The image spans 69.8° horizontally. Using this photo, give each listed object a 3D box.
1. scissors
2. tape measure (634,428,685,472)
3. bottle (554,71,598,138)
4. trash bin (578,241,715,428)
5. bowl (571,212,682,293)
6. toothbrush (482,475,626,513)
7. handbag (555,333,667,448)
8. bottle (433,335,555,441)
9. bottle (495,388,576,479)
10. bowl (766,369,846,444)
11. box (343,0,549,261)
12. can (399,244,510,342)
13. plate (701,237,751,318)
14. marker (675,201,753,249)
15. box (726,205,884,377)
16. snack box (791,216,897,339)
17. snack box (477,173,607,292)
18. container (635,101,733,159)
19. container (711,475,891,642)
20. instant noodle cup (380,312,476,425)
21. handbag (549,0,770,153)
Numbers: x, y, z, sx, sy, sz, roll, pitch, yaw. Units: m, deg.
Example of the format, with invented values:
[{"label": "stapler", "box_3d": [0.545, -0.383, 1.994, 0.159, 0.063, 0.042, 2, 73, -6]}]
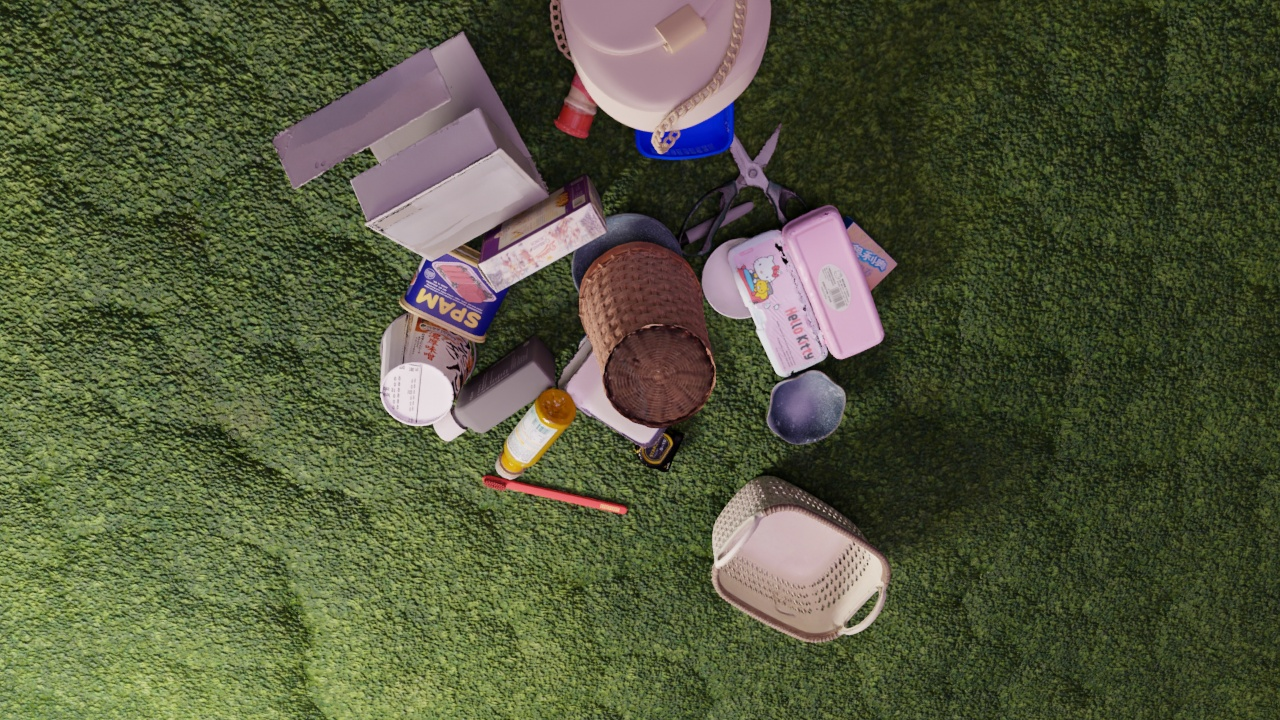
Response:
[{"label": "scissors", "box_3d": [0.124, -0.187, 1.136, 0.203, 0.015, 0.202, -32, 104, 3]}, {"label": "tape measure", "box_3d": [0.022, 0.119, 1.274, 0.061, 0.034, 0.062, 23, 99, -20]}, {"label": "bottle", "box_3d": [-0.061, -0.314, 1.059, 0.044, 0.044, 0.109, 20, 111, -14]}, {"label": "trash bin", "box_3d": [0.008, -0.033, 1.040, 0.151, 0.210, 0.151, -2, 115, -5]}, {"label": "bowl", "box_3d": [-0.018, -0.125, 1.143, 0.137, 0.057, 0.137, -2, 116, -4]}, {"label": "toothbrush", "box_3d": [-0.120, 0.194, 1.304, 0.212, 0.018, 0.012, 14, 113, -12]}, {"label": "handbag", "box_3d": [-0.007, 0.007, 1.211, 0.151, 0.074, 0.176, 34, 88, -20]}, {"label": "bottle", "box_3d": [-0.192, 0.045, 1.192, 0.174, 0.083, 0.046, -34, 114, 11]}, {"label": "bottle", "box_3d": [-0.142, 0.102, 1.199, 0.053, 0.053, 0.187, 23, 142, -15]}, {"label": "bowl", "box_3d": [0.221, 0.056, 1.253, 0.110, 0.055, 0.110, -2, 115, -4]}, {"label": "box", "box_3d": [-0.249, -0.303, 1.093, 0.167, 0.421, 0.173, -27, 144, 7]}, {"label": "can", "box_3d": [-0.226, -0.090, 1.140, 0.116, 0.056, 0.092, 26, 109, -16]}, {"label": "plate", "box_3d": [0.128, -0.107, 1.179, 0.104, 0.026, 0.104, -2, 107, -5]}, {"label": "marker", "box_3d": [0.081, -0.164, 1.160, 0.139, 0.016, 0.022, -26, 146, 6]}, {"label": "box", "box_3d": [0.211, -0.081, 1.158, 0.152, 0.038, 0.201, -25, 115, 6]}, {"label": "snack box", "box_3d": [0.247, -0.102, 1.193, 0.087, 0.034, 0.151, 38, 106, -20]}, {"label": "snack box", "box_3d": [-0.115, -0.153, 1.073, 0.148, 0.143, 0.040, -28, 114, 7]}, {"label": "container", "box_3d": [0.048, -0.289, 1.072, 0.114, 0.058, 0.096, -5, 115, -4]}, {"label": "container", "box_3d": [0.219, 0.278, 1.309, 0.246, 0.142, 0.185, 32, 108, -18]}, {"label": "instant noodle cup", "box_3d": [-0.272, 0.015, 1.148, 0.123, 0.121, 0.124, -2, 115, -5]}, {"label": "handbag", "box_3d": [0.027, -0.356, 0.984, 0.210, 0.103, 0.208, -34, 84, -1]}]
